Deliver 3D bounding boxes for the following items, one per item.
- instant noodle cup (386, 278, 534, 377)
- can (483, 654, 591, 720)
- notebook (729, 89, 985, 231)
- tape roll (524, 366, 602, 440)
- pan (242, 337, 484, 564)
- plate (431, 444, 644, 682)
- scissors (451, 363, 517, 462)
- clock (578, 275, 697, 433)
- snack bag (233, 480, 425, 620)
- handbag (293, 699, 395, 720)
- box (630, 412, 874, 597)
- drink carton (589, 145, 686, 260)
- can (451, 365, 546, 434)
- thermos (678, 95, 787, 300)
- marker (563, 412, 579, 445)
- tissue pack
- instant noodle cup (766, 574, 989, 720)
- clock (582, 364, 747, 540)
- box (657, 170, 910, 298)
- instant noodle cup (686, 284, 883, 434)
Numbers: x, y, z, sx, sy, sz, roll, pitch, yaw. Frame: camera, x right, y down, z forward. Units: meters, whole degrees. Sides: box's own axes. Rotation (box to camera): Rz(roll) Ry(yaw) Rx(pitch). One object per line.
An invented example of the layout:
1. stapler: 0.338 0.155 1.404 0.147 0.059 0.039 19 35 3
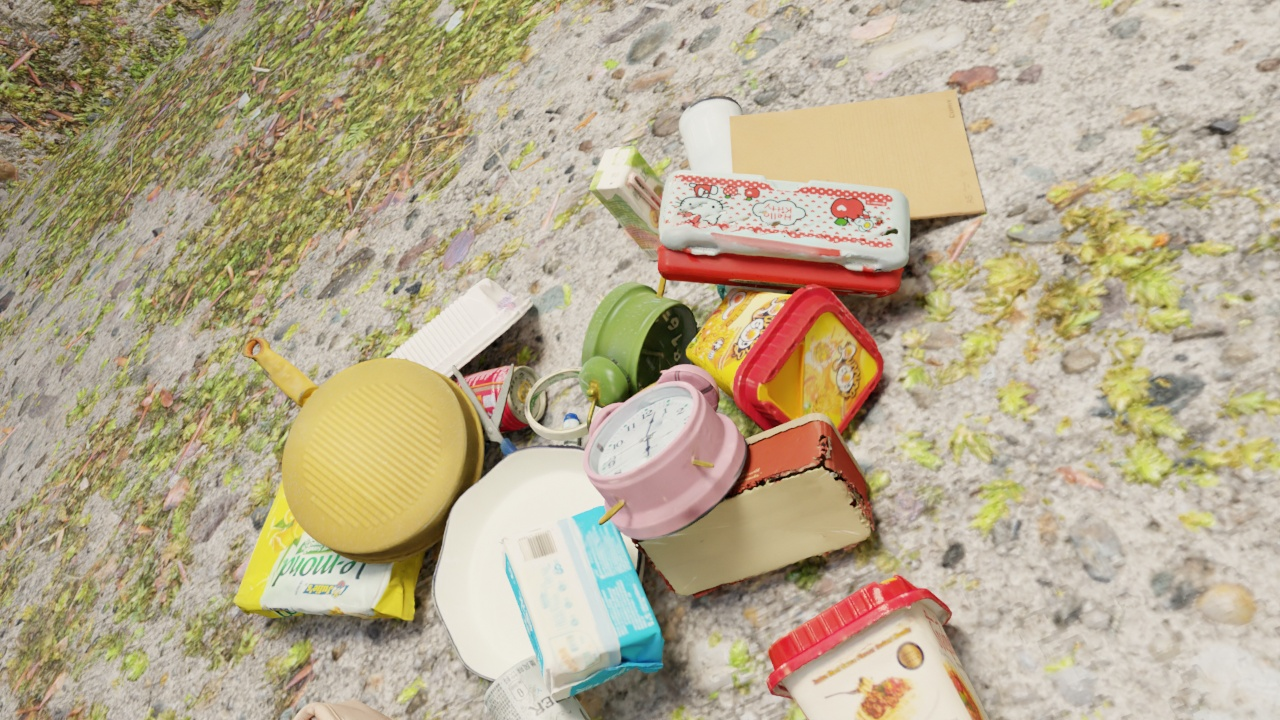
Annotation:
1. instant noodle cup: -0.203 -0.023 0.991 0.173 0.060 0.138 -37 9 8
2. can: -0.053 0.289 0.668 0.058 0.058 0.146 -44 62 2
3. notebook: 0.189 -0.178 0.828 0.211 0.012 0.149 -4 56 9
4. tape roll: -0.071 0.041 0.900 0.086 0.014 0.085 -8 46 8
5. pan: -0.306 0.059 0.924 0.357 0.078 0.197 33 81 23
6. plate: -0.083 0.175 0.791 0.205 0.045 0.204 -12 61 22
7. scissors: -0.146 0.081 0.898 0.163 0.012 0.174 -46 73 34
8. clock: -0.005 0.005 0.827 0.056 0.116 0.161 17 68 32
9. snack bag: -0.305 0.191 0.953 0.247 0.068 0.157 -8 56 32
10. handbag: -0.253 0.423 0.750 0.193 0.093 0.234 24 84 44
11. box: 0.082 0.118 0.686 0.169 0.091 0.077 -24 28 22
12. drink carton: 0.004 -0.157 0.930 0.046 0.122 0.053 3 61 37
13. can: -0.152 0.043 0.945 0.094 0.066 0.066 -13 53 31
14. thermos: 0.088 -0.149 0.881 0.073 0.073 0.224 -24 58 22
15. marker: -0.065 0.112 0.864 0.017 0.017 0.145 -23 48 23
16. tissue pack: -0.046 0.178 0.689 0.090 0.063 0.140 -14 55 -18
17. instant noodle cup: 0.157 0.214 0.561 0.117 0.116 0.124 -36 57 11
18. clock: 0.013 0.061 0.692 0.117 0.060 0.158 -31 23 13
19. box: 0.116 -0.109 0.756 0.201 0.095 0.098 6 91 4
20. instant noodle cup: 0.111 0.000 0.751 0.116 0.116 0.124 -53 32 -6
